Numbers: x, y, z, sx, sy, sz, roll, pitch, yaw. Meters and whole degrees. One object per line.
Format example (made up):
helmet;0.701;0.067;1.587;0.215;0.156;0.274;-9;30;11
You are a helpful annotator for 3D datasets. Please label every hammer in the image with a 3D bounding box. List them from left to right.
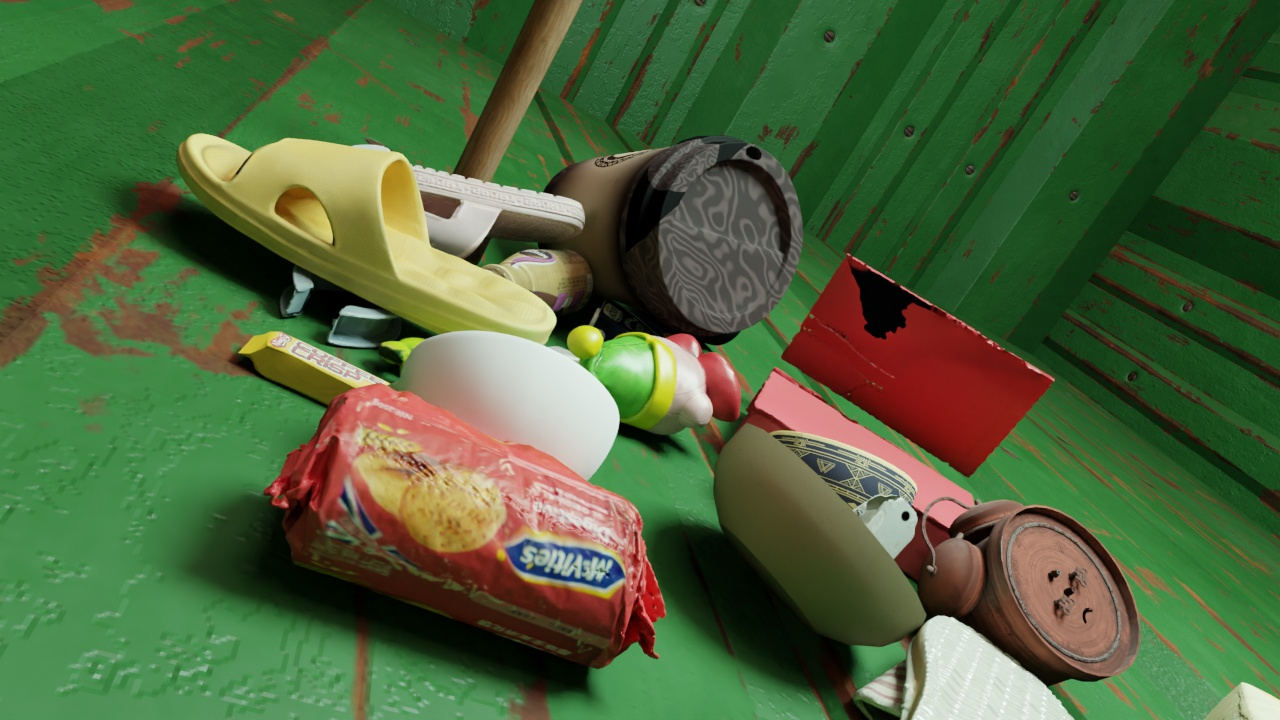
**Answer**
hammer;-0.115;-0.249;0.834;0.037;0.301;0.158;20;20;-31

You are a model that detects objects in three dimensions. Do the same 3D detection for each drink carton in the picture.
drink carton;0.013;-0.002;0.801;0.130;0.040;0.064;29;17;-4

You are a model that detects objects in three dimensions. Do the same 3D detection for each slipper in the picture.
slipper;-0.168;-0.090;0.592;0.263;0.078;0.099;29;21;-7
slipper;-0.153;-0.106;0.735;0.238;0.064;0.094;2;-9;-35
slipper;0.166;0.200;0.472;0.115;0.052;0.262;35;13;19

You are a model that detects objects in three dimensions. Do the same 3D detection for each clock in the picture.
clock;0.261;0.157;0.636;0.157;0.072;0.120;48;48;9

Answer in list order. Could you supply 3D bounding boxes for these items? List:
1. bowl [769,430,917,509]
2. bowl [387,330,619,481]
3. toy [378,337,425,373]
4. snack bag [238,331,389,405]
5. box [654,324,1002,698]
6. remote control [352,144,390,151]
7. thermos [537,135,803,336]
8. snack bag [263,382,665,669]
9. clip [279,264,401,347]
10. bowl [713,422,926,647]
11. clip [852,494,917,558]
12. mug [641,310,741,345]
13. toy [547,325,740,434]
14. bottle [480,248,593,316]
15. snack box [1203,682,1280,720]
bowl;0.132;0.101;0.653;0.112;0.061;0.112;21;-16;6
bowl;-0.072;0.040;0.460;0.114;0.115;0.050;26;54;-16
toy;-0.115;0.012;0.558;0.094;0.036;0.093;20;16;-14
snack bag;-0.166;0.011;0.498;0.099;0.020;0.026;28;16;-11
box;0.136;0.172;0.839;0.217;0.352;0.197;34;22;6
remote control;-0.221;-0.144;0.725;0.033;0.012;0.131;-3;-5;-22
thermos;0.012;-0.121;0.857;0.172;0.172;0.226;17;0;-38
snack bag;-0.068;0.071;0.395;0.176;0.082;0.082;25;18;-19
clip;-0.169;-0.038;0.624;0.112;0.028;0.162;31;18;-3
bowl;0.092;0.111;0.539;0.152;0.050;0.152;49;-8;8
clip;0.148;0.114;0.601;0.102;0.056;0.056;53;50;-18
mug;0.044;-0.069;0.993;0.094;0.085;0.122;16;-6;-40
toy;-0.004;0.004;0.686;0.131;0.097;0.124;-11;36;-30
bottle;-0.095;-0.061;0.752;0.059;0.060;0.165;35;18;13
snack box;0.491;0.323;0.618;0.195;0.081;0.145;37;19;20
